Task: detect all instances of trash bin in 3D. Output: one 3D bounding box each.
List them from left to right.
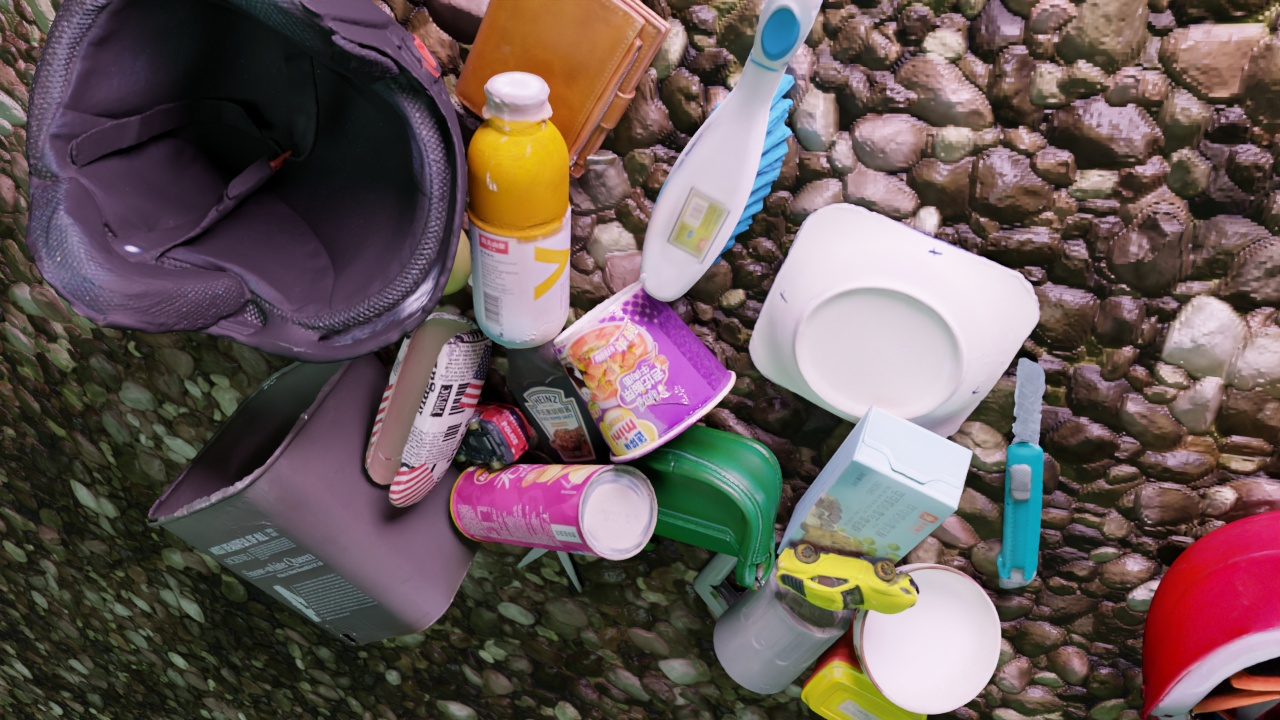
[{"bbox_3d":[-0.272,0.129,0.832,0.200,0.198,0.220,-20,120,35],"label":"trash bin"}]

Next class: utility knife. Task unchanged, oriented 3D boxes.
[{"bbox_3d":[0.271,0.089,0.654,0.029,0.013,0.222,3,126,23],"label":"utility knife"}]

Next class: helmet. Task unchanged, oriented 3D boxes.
[{"bbox_3d":[-0.230,-0.131,0.583,0.274,0.229,0.234,39,106,-10],"label":"helmet"},{"bbox_3d":[0.430,0.182,0.569,0.208,0.143,0.240,-26,125,38],"label":"helmet"}]

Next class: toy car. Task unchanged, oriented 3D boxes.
[{"bbox_3d":[-0.137,0.061,0.796,0.121,0.045,0.053,0,120,52],"label":"toy car"},{"bbox_3d":[0.152,0.167,0.681,0.105,0.032,0.048,6,141,26],"label":"toy car"}]

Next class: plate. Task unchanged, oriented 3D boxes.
[{"bbox_3d":[0.160,-0.012,0.617,0.163,0.034,0.165,24,132,7],"label":"plate"}]

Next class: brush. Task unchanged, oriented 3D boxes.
[{"bbox_3d":[0.065,-0.147,0.507,0.060,0.109,0.315,31,132,4],"label":"brush"}]

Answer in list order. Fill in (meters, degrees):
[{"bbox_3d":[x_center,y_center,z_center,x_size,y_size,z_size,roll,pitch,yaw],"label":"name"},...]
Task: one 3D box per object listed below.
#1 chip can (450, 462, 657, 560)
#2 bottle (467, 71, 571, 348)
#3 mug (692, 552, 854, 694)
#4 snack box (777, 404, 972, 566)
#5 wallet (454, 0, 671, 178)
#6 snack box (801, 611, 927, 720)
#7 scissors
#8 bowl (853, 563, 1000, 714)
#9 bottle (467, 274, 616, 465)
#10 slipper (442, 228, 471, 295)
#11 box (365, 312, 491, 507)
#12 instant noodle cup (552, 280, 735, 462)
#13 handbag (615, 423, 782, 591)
[{"bbox_3d":[-0.076,0.118,0.742,0.211,0.071,0.071,-8,123,53],"label":"chip can"},{"bbox_3d":[-0.080,-0.094,0.607,0.068,0.067,0.190,17,134,13],"label":"bottle"},{"bbox_3d":[0.108,0.209,0.789,0.124,0.083,0.104,48,134,19],"label":"mug"},{"bbox_3d":[0.165,0.107,0.669,0.074,0.051,0.175,26,146,6],"label":"snack box"},{"bbox_3d":[-0.050,-0.185,0.581,0.119,0.035,0.131,35,135,-6],"label":"wallet"},{"bbox_3d":[0.194,0.271,0.785,0.091,0.079,0.082,28,131,3],"label":"snack box"},{"bbox_3d":[-0.080,0.161,0.877,0.176,0.012,0.162,-25,113,38],"label":"scissors"},{"bbox_3d":[0.219,0.214,0.730,0.113,0.113,0.062,36,175,-4],"label":"bowl"},{"bbox_3d":[-0.075,0.008,0.737,0.080,0.043,0.195,-7,121,39],"label":"bottle"},{"bbox_3d":[-0.225,-0.076,0.720,0.191,0.081,0.092,0,122,22],"label":"slipper"},{"bbox_3d":[-0.158,0.046,0.722,0.081,0.074,0.164,43,116,44],"label":"box"},{"bbox_3d":[-0.004,0.004,0.662,0.112,0.111,0.099,-29,102,38],"label":"instant noodle cup"},{"bbox_3d":[0.046,0.115,0.725,0.131,0.067,0.120,10,120,31],"label":"handbag"}]
